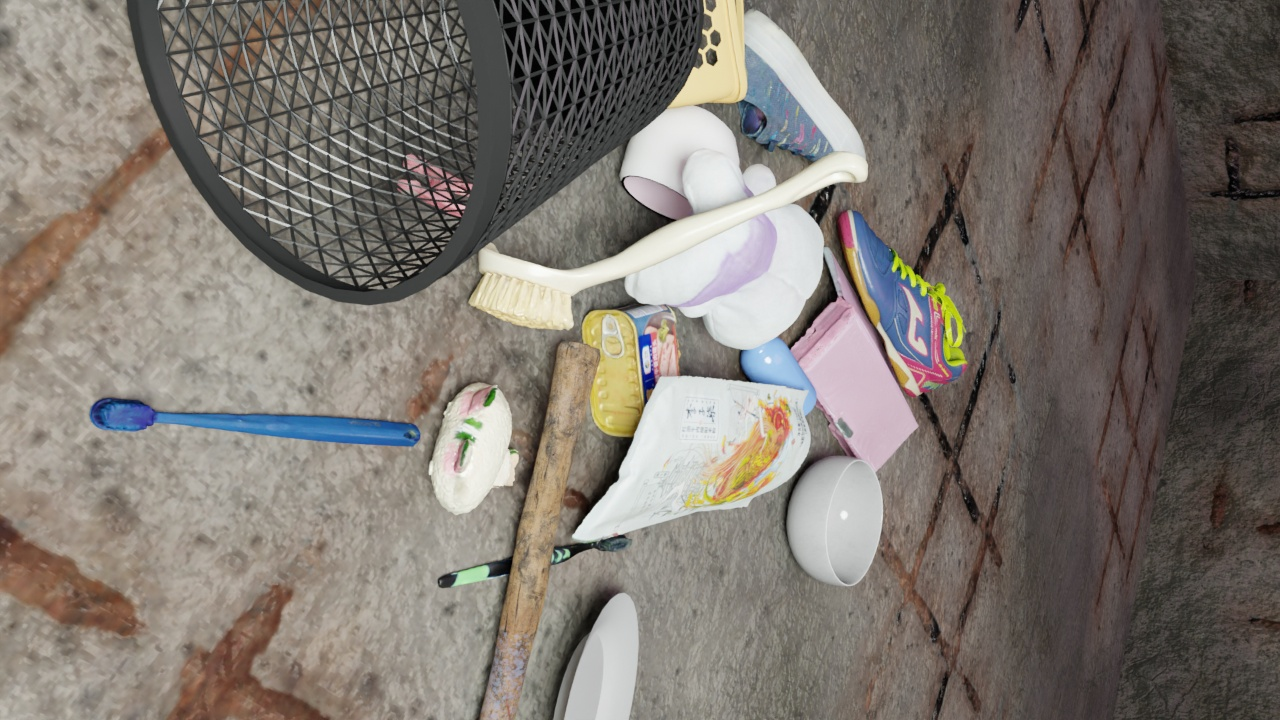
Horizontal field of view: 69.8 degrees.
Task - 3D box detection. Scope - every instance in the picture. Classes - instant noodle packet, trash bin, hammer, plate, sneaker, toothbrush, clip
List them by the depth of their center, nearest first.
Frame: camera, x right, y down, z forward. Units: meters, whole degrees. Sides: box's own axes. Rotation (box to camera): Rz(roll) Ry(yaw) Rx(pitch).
[{"bbox_3d":[-0.092,-0.176,0.492,0.242,0.217,0.217,-40,122,-50],"label":"trash bin"},{"bbox_3d":[-0.201,0.037,0.510,0.189,0.017,0.016,11,84,-51],"label":"toothbrush"},{"bbox_3d":[-0.131,-0.103,0.586,0.059,0.023,0.041,30,74,-41],"label":"clip"},{"bbox_3d":[-0.073,0.150,0.648,0.120,0.033,0.330,19,82,-54],"label":"hammer"},{"bbox_3d":[-0.071,0.147,0.678,0.187,0.017,0.014,-1,95,-50],"label":"toothbrush"},{"bbox_3d":[-0.038,0.262,0.691,0.172,0.019,0.173,7,89,-73],"label":"plate"},{"bbox_3d":[0.060,0.081,0.775,0.268,0.057,0.147,3,116,-56],"label":"instant noodle packet"},{"bbox_3d":[0.138,-0.233,0.878,0.079,0.087,0.235,-48,141,8],"label":"sneaker"},{"bbox_3d":[0.297,-0.074,1.031,0.242,0.091,0.116,58,19,-24],"label":"sneaker"}]

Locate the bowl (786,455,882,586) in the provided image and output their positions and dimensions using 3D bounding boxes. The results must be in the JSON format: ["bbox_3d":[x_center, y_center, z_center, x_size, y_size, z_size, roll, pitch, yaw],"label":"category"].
[{"bbox_3d":[0.198,0.166,0.969,0.131,0.064,0.132,-4,96,-51],"label":"bowl"}]

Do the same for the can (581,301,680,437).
[{"bbox_3d":[-0.004,0.004,0.720,0.058,0.054,0.100,-20,108,-50],"label":"can"}]

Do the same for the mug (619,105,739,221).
[{"bbox_3d":[0.035,-0.155,0.742,0.076,0.090,0.124,-64,168,-9],"label":"mug"}]

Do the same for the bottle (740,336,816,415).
[{"bbox_3d":[0.124,0.004,0.881,0.131,0.048,0.048,50,55,-40],"label":"bottle"}]

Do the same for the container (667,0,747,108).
[{"bbox_3d":[0.011,-0.275,0.653,0.166,0.129,0.183,-28,120,-35],"label":"container"}]

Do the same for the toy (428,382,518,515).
[{"bbox_3d":[-0.108,0.058,0.599,0.112,0.050,0.087,105,-2,-71],"label":"toy"}]

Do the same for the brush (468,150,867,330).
[{"bbox_3d":[0.013,-0.079,0.594,0.062,0.272,0.077,-26,99,-78],"label":"brush"}]

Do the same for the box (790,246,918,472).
[{"bbox_3d":[0.249,0.005,1.021,0.233,0.075,0.172,48,55,-42],"label":"box"}]

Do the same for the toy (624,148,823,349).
[{"bbox_3d":[0.080,-0.079,0.704,0.138,0.085,0.209,-63,153,7],"label":"toy"}]
